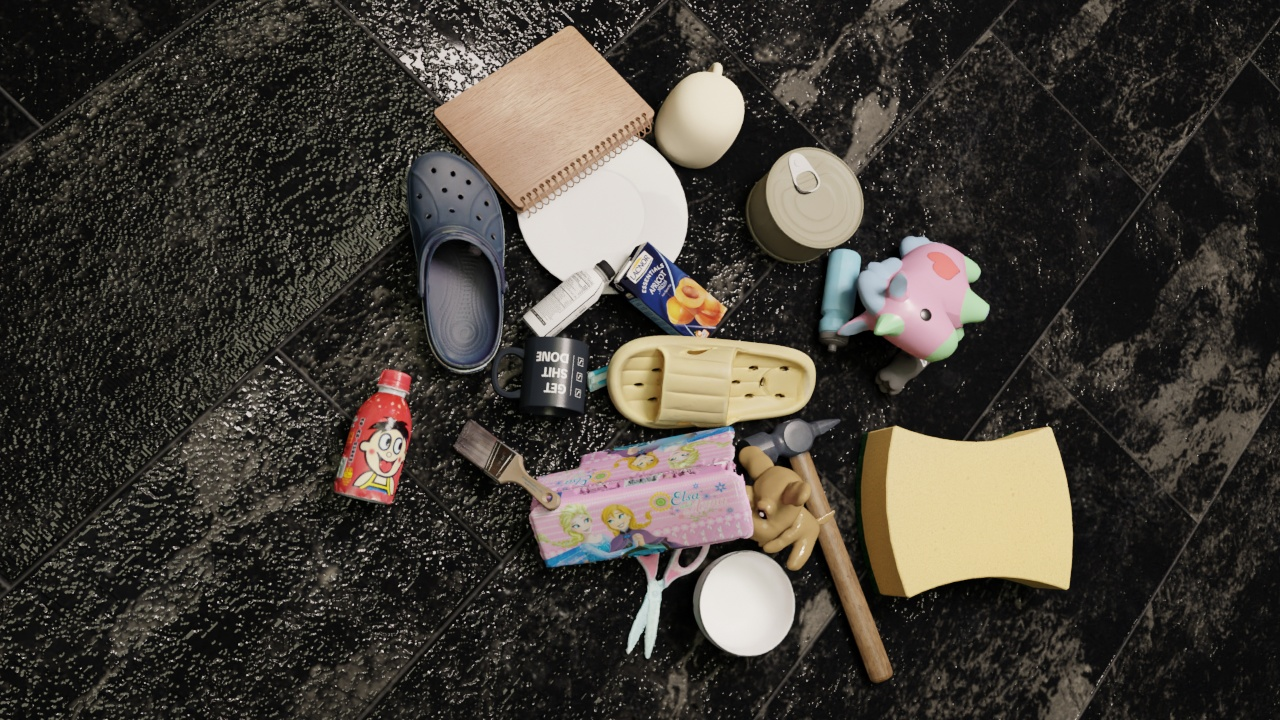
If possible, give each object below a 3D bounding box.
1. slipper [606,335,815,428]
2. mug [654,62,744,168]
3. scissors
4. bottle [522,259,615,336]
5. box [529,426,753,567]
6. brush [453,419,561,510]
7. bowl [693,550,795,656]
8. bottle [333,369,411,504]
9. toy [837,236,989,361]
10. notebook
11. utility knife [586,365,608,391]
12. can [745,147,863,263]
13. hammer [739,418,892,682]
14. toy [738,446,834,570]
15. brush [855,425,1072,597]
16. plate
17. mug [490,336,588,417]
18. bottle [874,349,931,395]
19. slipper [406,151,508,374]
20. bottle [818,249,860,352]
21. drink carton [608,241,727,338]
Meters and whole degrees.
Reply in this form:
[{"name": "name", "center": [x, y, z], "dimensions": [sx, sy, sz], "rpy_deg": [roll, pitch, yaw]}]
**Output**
[{"name": "slipper", "center": [0.092, 0.034, 1.048], "dimensions": [0.261, 0.079, 0.111], "rpy_deg": [0, 111, -20]}, {"name": "mug", "center": [0.078, -0.306, 1.111], "dimensions": [0.096, 0.100, 0.120], "rpy_deg": [17, 75, -12]}, {"name": "scissors", "center": [0.033, 0.255, 1.038], "dimensions": [0.105, 0.016, 0.179], "rpy_deg": [9, 77, -14]}, {"name": "bottle", "center": [-0.078, -0.070, 1.042], "dimensions": [0.116, 0.041, 0.041], "rpy_deg": [-41, 92, -5]}, {"name": "box", "center": [0.002, 0.149, 1.002], "dimensions": [0.230, 0.105, 0.086], "rpy_deg": [-11, 113, 9]}, {"name": "brush", "center": [-0.142, 0.114, 0.980], "dimensions": [0.151, 0.012, 0.039], "rpy_deg": [31, 79, 25]}, {"name": "bowl", "center": [0.109, 0.271, 1.028], "dimensions": [0.113, 0.063, 0.113], "rpy_deg": [3, 78, -15]}, {"name": "bottle", "center": [-0.273, 0.078, 0.963], "dimensions": [0.062, 0.062, 0.137], "rpy_deg": [15, 77, -12]}, {"name": "toy", "center": [0.338, -0.088, 1.126], "dimensions": [0.171, 0.120, 0.221], "rpy_deg": [23, 47, -15]}, {"name": "notebook", "center": [-0.108, -0.284, 1.084], "dimensions": [0.210, 0.022, 0.169], "rpy_deg": [-39, 80, -18]}, {"name": "utility knife", "center": [-0.006, 0.006, 1.074], "dimensions": [0.124, 0.015, 0.022], "rpy_deg": [-20, 88, -20]}, {"name": "can", "center": [0.201, -0.189, 1.136], "dimensions": [0.127, 0.073, 0.127], "rpy_deg": [3, 79, -15]}, {"name": "hammer", "center": [0.230, 0.223, 1.087], "dimensions": [0.129, 0.040, 0.321], "rpy_deg": [-18, 86, -22]}, {"name": "toy", "center": [0.156, 0.169, 1.016], "dimensions": [0.105, 0.134, 0.108], "rpy_deg": [-39, 117, -8]}, {"name": "brush", "center": [0.392, 0.181, 1.116], "dimensions": [0.250, 0.075, 0.195], "rpy_deg": [1, 79, -15]}, {"name": "plate", "center": [-0.045, -0.179, 1.098], "dimensions": [0.208, 0.015, 0.208], "rpy_deg": [3, 79, -15]}, {"name": "mug", "center": [-0.112, 0.017, 1.013], "dimensions": [0.105, 0.071, 0.077], "rpy_deg": [6, 78, -11]}, {"name": "bottle", "center": [0.342, 0.000, 1.158], "dimensions": [0.109, 0.036, 0.036], "rpy_deg": [-40, 91, -18]}, {"name": "slipper", "center": [-0.195, -0.113, 1.006], "dimensions": [0.105, 0.095, 0.252], "rpy_deg": [-6, 85, -14]}, {"name": "bottle", "center": [0.247, -0.073, 1.144], "dimensions": [0.040, 0.040, 0.130], "rpy_deg": [14, 76, -12]}, {"name": "drink carton", "center": [0.032, -0.076, 1.073], "dimensions": [0.130, 0.040, 0.064], "rpy_deg": [39, 74, -16]}]
